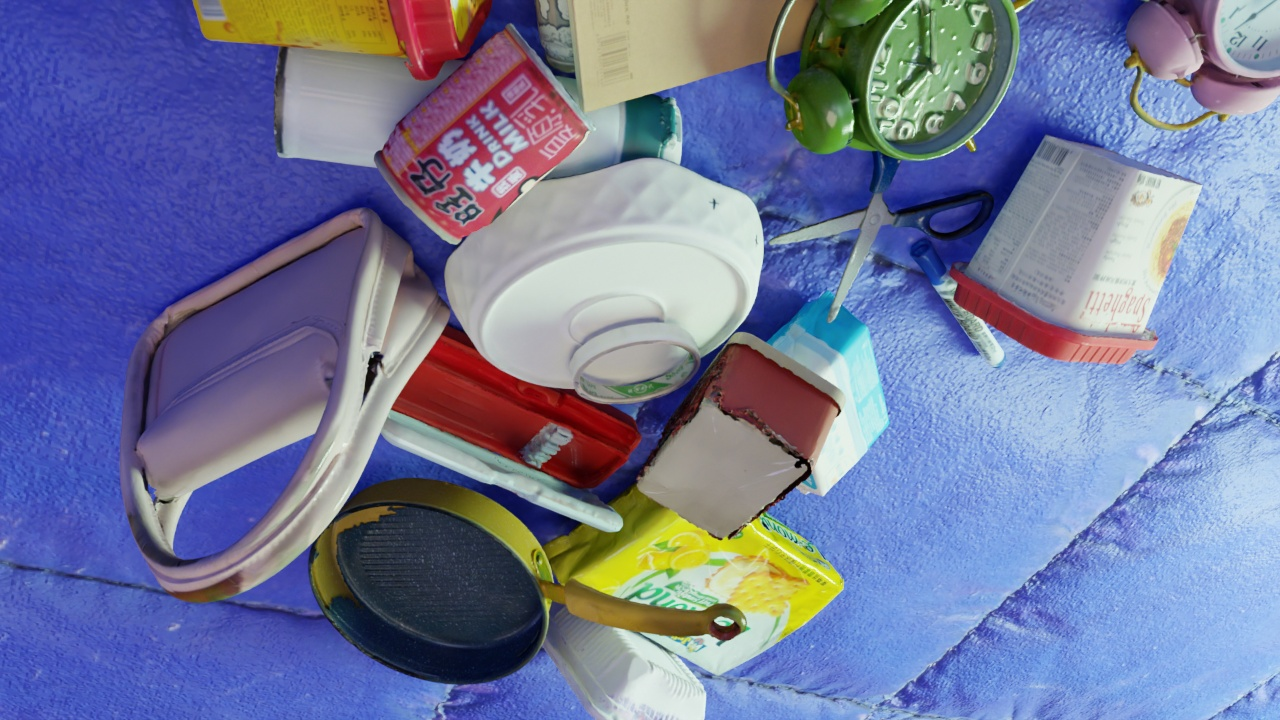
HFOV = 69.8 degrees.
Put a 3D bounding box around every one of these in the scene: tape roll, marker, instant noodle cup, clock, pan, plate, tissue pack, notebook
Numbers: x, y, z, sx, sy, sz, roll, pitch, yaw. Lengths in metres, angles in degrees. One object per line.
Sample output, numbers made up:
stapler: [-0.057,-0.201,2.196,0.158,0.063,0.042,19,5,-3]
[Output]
tape roll: [-0.004,0.004,0.601,0.086,0.013,0.086,-9,152,-5]
marker: [0.241,-0.039,0.690,0.017,0.016,0.146,-35,127,17]
instant noodle cup: [-0.014,0.267,0.812,0.138,0.173,0.060,39,88,-34]
instant noodle cup: [0.290,-0.075,0.607,0.116,0.116,0.124,1,119,-30]
clock: [0.358,-0.209,0.543,0.117,0.059,0.159,18,125,-23]
clock: [0.138,-0.169,0.509,0.161,0.056,0.116,-1,121,-26]
pan: [-0.093,0.182,0.705,0.358,0.078,0.198,-6,120,15]
instant noodle cup: [-0.144,-0.201,0.433,0.124,0.116,0.116,0,129,5]
plate: [-0.017,-0.041,0.578,0.205,0.045,0.205,-8,151,-5]
tissue pack: [0.129,0.027,0.679,0.089,0.063,0.140,-43,133,-19]
notebook: [0.056,-0.222,0.466,0.211,0.012,0.150,-21,133,-17]

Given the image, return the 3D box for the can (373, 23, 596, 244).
can: [-0.078,-0.110,0.456,0.094,0.066,0.066,-39,126,7]

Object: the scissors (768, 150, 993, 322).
scissors: [0.165,-0.101,0.608,0.162,0.012,0.174,5,115,-25]

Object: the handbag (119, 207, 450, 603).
handbag: [-0.211,0.031,0.522,0.193,0.233,0.093,-27,127,12]

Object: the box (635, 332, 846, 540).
box: [0.057,0.063,0.621,0.091,0.077,0.169,32,149,1]

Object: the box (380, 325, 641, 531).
box: [-0.094,0.063,0.660,0.201,0.098,0.095,28,120,-29]

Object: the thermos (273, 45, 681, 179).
thermos: [-0.085,-0.133,0.523,0.224,0.073,0.073,5,128,-15]

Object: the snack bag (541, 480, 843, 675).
snack bag: [0.055,0.178,0.800,0.158,0.068,0.246,-39,124,19]

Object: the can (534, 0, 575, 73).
can: [-0.030,-0.225,0.460,0.058,0.058,0.147,-8,130,-4]
